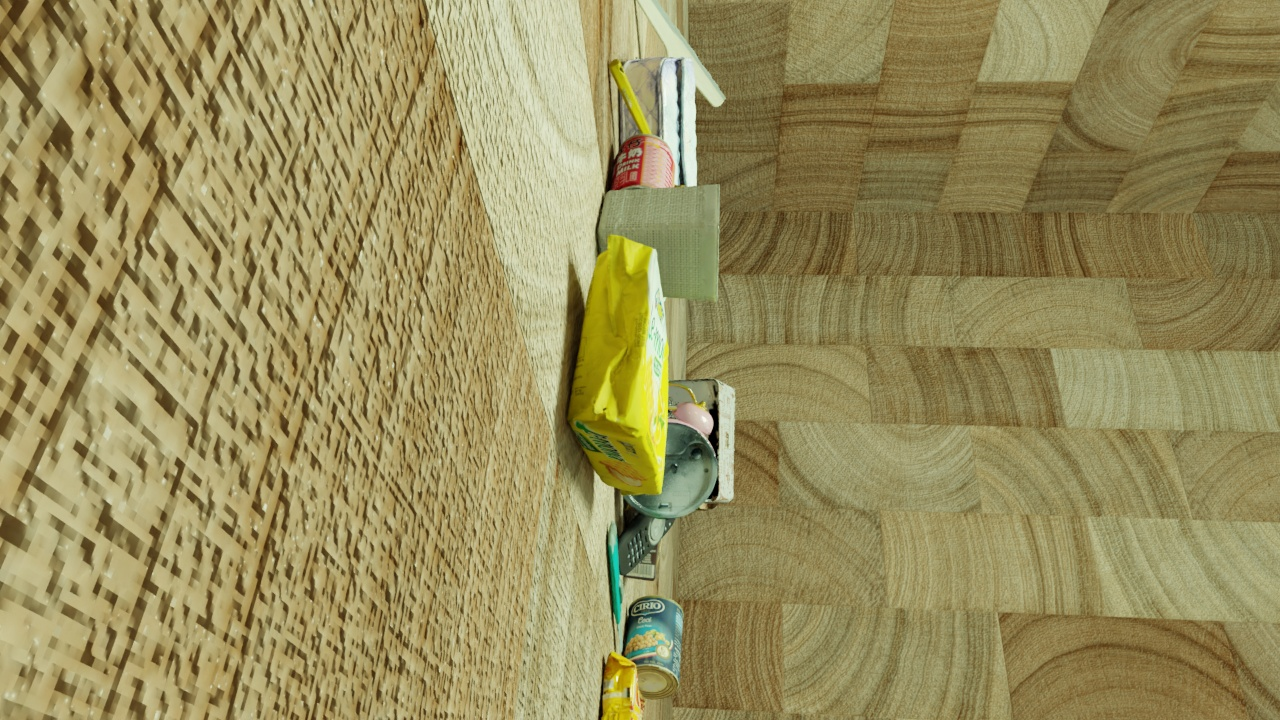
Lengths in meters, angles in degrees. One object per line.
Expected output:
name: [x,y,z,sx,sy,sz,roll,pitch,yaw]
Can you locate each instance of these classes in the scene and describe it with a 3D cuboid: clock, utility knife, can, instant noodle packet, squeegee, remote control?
clock: [0.029,0.103,1.072,0.060,0.117,0.158,-113,-155,-77]
utility knife: [-0.026,0.262,1.038,0.029,0.013,0.208,-82,171,-54]
can: [0.016,0.374,1.195,0.111,0.075,0.075,-82,171,-53]
instant noodle packet: [-0.019,0.382,0.983,0.129,0.044,0.110,84,4,-52]
can: [0.002,-0.186,0.961,0.067,0.066,0.093,85,8,-50]
squeegee: [0.020,-0.327,1.233,0.246,0.039,0.246,38,60,-50]
remote control: [0.002,0.208,1.107,0.136,0.024,0.053,-37,126,-50]

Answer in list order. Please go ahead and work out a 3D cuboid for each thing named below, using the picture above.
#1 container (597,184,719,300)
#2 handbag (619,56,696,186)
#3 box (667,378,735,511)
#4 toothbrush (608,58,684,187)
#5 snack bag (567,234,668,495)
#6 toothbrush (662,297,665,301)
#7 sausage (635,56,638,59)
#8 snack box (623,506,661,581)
container: [0.020,-0.116,0.895,0.090,0.114,0.090,-83,172,-51]
handbag: [0.026,-0.258,1.086,0.134,0.076,0.194,-48,139,-64]
box: [0.072,0.130,1.360,0.178,0.153,0.182,24,66,-64]
toothbrush: [0.012,-0.240,0.984,0.015,0.017,0.190,-60,140,-28]
snack bag: [-0.015,0.018,0.789,0.247,0.068,0.157,79,13,-68]
toothbrush: [0.020,-0.053,1.333,0.029,0.021,0.189,36,-60,56]
sausage: [-0.004,-0.288,1.134,0.021,0.021,0.165,-71,161,-74]
snack box: [0.004,0.209,1.213,0.113,0.053,0.126,-65,160,-78]
